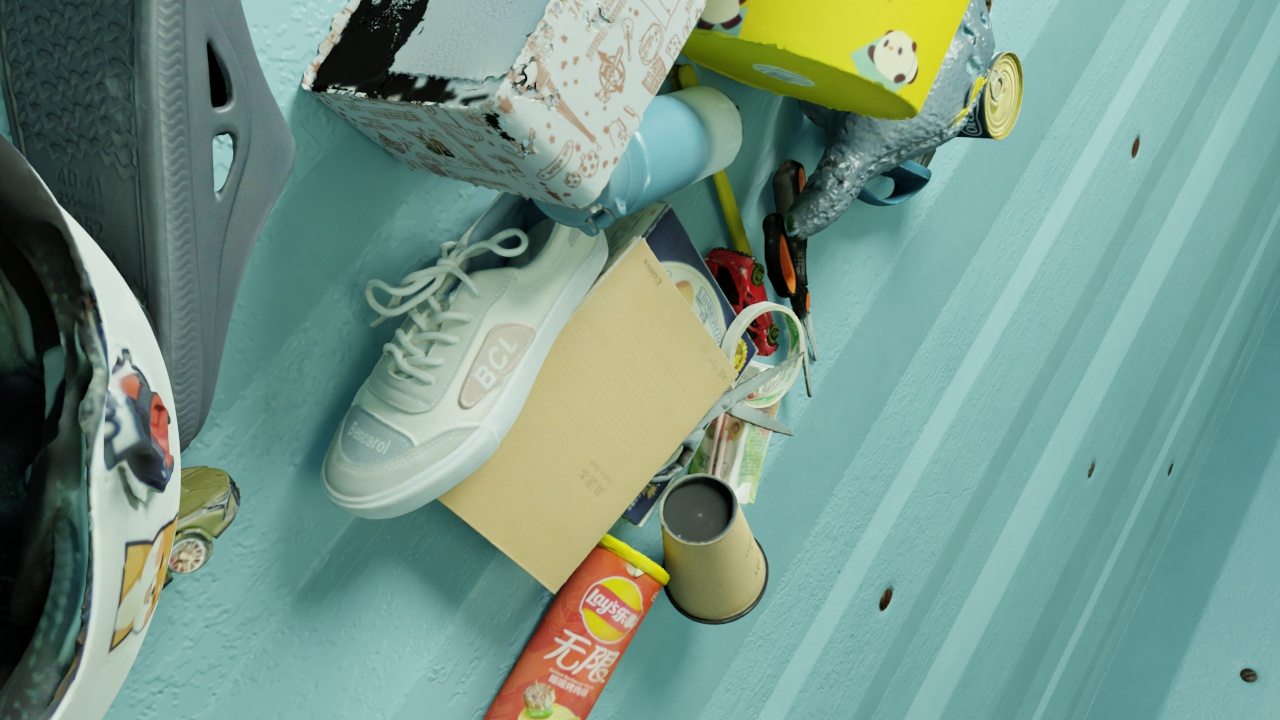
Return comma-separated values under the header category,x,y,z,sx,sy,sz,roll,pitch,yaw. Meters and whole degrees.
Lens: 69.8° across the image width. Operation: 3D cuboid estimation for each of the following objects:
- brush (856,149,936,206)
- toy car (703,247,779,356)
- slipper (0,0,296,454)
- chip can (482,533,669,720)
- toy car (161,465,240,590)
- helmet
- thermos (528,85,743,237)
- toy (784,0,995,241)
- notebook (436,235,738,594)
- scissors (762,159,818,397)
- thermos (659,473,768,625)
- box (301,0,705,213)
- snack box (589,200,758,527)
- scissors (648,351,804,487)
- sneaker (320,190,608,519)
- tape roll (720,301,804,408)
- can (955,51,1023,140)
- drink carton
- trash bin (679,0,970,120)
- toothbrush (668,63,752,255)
category,x,y,z,sx,sy,sz,roll,pitch,yaw
brush,0.221,-0.180,0.845,0.143,0.055,0.073,7,96,-47
toy car,0.083,-0.045,0.757,0.031,0.049,0.106,-43,132,-25
slipper,-0.212,-0.084,0.405,0.083,0.111,0.268,-25,128,-58
chip can,-0.060,0.239,0.697,0.073,0.073,0.216,43,73,-46
toy car,-0.264,0.104,0.435,0.157,0.070,0.042,-45,131,-29
helmet,-0.267,0.051,0.328,0.157,0.230,0.273,85,9,-80
thermos,0.002,-0.132,0.571,0.219,0.070,0.070,-39,133,-59
toy,0.212,-0.243,0.746,0.091,0.138,0.355,109,2,-79
notebook,-0.031,0.042,0.623,0.211,0.012,0.149,-49,129,-12
scissors,0.132,-0.061,0.799,0.204,0.022,0.225,-31,120,-66
thermos,0.057,0.154,0.752,0.092,0.093,0.143,-48,149,-23
box,-0.039,-0.215,0.470,0.082,0.177,0.260,40,77,-47
snack box,-0.004,0.004,0.687,0.177,0.046,0.182,-54,135,-16
scissors,0.061,0.036,0.704,0.181,0.014,0.159,38,83,-37
sneaker,-0.105,-0.020,0.535,0.241,0.089,0.091,-56,152,-21
tape roll,0.098,-0.004,0.738,0.085,0.014,0.086,-12,111,-36
can,0.282,-0.244,0.846,0.075,0.111,0.075,-17,114,-43
drink carton,0.082,0.059,0.791,0.045,0.053,0.122,9,98,-44
trash bin,0.138,-0.309,0.597,0.229,0.230,0.255,6,105,-47
toothbrush,0.058,-0.146,0.719,0.015,0.017,0.190,-48,135,-25
